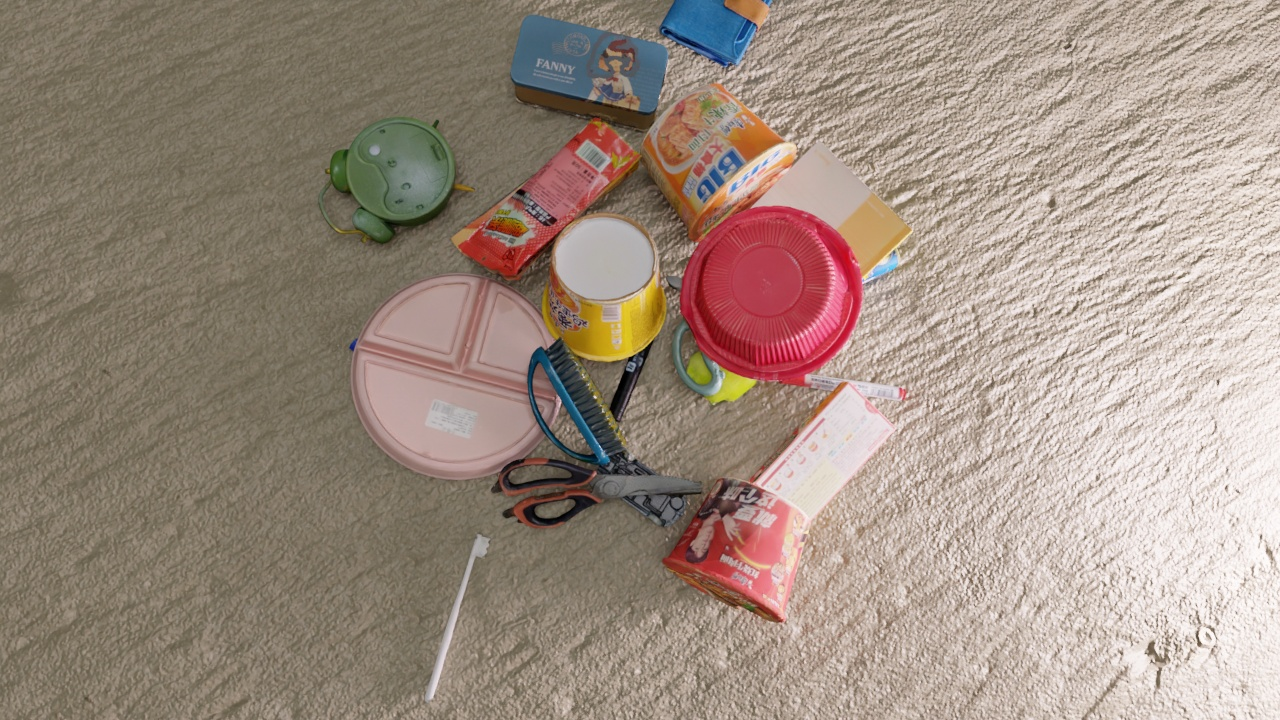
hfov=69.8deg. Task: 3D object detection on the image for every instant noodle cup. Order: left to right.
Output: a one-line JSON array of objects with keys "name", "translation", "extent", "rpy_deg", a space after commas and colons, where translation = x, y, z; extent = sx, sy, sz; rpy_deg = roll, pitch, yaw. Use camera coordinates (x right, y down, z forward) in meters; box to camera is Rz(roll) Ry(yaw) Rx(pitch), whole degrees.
[{"name": "instant noodle cup", "translation": [-0.039, -0.083, 0.971], "extent": [0.138, 0.110, 0.137], "rpy_deg": [1, 66, -2]}, {"name": "instant noodle cup", "translation": [0.078, -0.220, 1.002], "extent": [0.151, 0.151, 0.111], "rpy_deg": [-37, 78, -9]}, {"name": "instant noodle cup", "translation": [0.106, 0.192, 0.954], "extent": [0.138, 0.138, 0.108], "rpy_deg": [28, 73, -1]}, {"name": "instant noodle cup", "translation": [0.133, -0.076, 0.957], "extent": [0.194, 0.066, 0.193], "rpy_deg": [-1, 84, 12]}]

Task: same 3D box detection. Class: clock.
[{"name": "clock", "translation": [-0.275, -0.195, 1.009], "extent": [0.161, 0.056, 0.116], "rpy_deg": [-27, 85, -8]}]

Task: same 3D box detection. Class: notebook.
[{"name": "notebook", "translation": [0.171, -0.119, 1.008], "extent": [0.206, 0.010, 0.146], "rpy_deg": [-44, 79, 8]}]

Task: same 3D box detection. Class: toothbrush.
[{"name": "toothbrush", "translation": [-0.195, 0.273, 0.974], "extent": [0.016, 0.016, 0.180], "rpy_deg": [19, 80, -8]}]

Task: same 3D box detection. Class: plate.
[{"name": "plate", "translation": [-0.195, 0.013, 0.990], "extent": [0.229, 0.028, 0.229], "rpy_deg": [2, 79, -11]}]

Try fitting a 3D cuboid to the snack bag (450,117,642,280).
[{"name": "snack bag", "translation": [-0.100, -0.174, 1.004], "extent": [0.207, 0.073, 0.128], "rpy_deg": [-44, 46, -10]}]

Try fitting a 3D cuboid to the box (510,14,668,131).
[{"name": "box", "translation": [-0.063, -0.326, 1.042], "extent": [0.184, 0.063, 0.089], "rpy_deg": [10, 81, -5]}]

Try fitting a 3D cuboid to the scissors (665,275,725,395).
[{"name": "scissors", "translation": [0.108, -0.044, 1.000], "extent": [0.170, 0.019, 0.174], "rpy_deg": [2, 82, 13]}]

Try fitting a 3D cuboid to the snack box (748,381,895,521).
[{"name": "snack box", "translation": [0.201, 0.105, 1.014], "extent": [0.077, 0.027, 0.155], "rpy_deg": [44, 86, -4]}]

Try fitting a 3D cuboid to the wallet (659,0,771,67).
[{"name": "wallet", "translation": [0.097, -0.422, 1.082], "extent": [0.106, 0.040, 0.133], "rpy_deg": [27, 82, 4]}]

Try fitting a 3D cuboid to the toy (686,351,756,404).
[{"name": "toy", "translation": [0.102, 0.004, 1.027], "extent": [0.097, 0.031, 0.100], "rpy_deg": [16, 77, 1]}]

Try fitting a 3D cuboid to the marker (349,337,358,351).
[{"name": "marker", "translation": [-0.259, 0.029, 1.000], "extent": [0.146, 0.017, 0.017], "rpy_deg": [42, 81, 2]}]

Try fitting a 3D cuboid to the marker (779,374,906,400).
[{"name": "marker", "translation": [0.229, 0.029, 1.041], "extent": [0.145, 0.017, 0.017], "rpy_deg": [8, 82, -4]}]

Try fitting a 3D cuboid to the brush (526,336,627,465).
[{"name": "brush", "translation": [-0.075, 0.050, 0.972], "extent": [0.073, 0.055, 0.144], "rpy_deg": [-31, 98, -2]}]

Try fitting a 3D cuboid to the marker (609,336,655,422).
[{"name": "marker", "translation": [-0.006, 0.006, 1.022], "extent": [0.020, 0.022, 0.132], "rpy_deg": [21, 80, 5]}]

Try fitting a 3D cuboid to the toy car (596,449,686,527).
[{"name": "toy car", "translation": [0.002, 0.139, 0.999], "extent": [0.105, 0.031, 0.049], "rpy_deg": [34, 85, 6]}]

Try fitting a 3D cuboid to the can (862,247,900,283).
[{"name": "can", "translation": [0.233, -0.132, 1.044], "extent": [0.083, 0.057, 0.102], "rpy_deg": [-25, 85, -9]}]

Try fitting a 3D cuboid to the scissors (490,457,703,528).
[{"name": "scissors", "translation": [-0.043, 0.148, 0.975], "extent": [0.209, 0.015, 0.182], "rpy_deg": [32, 109, -5]}]
